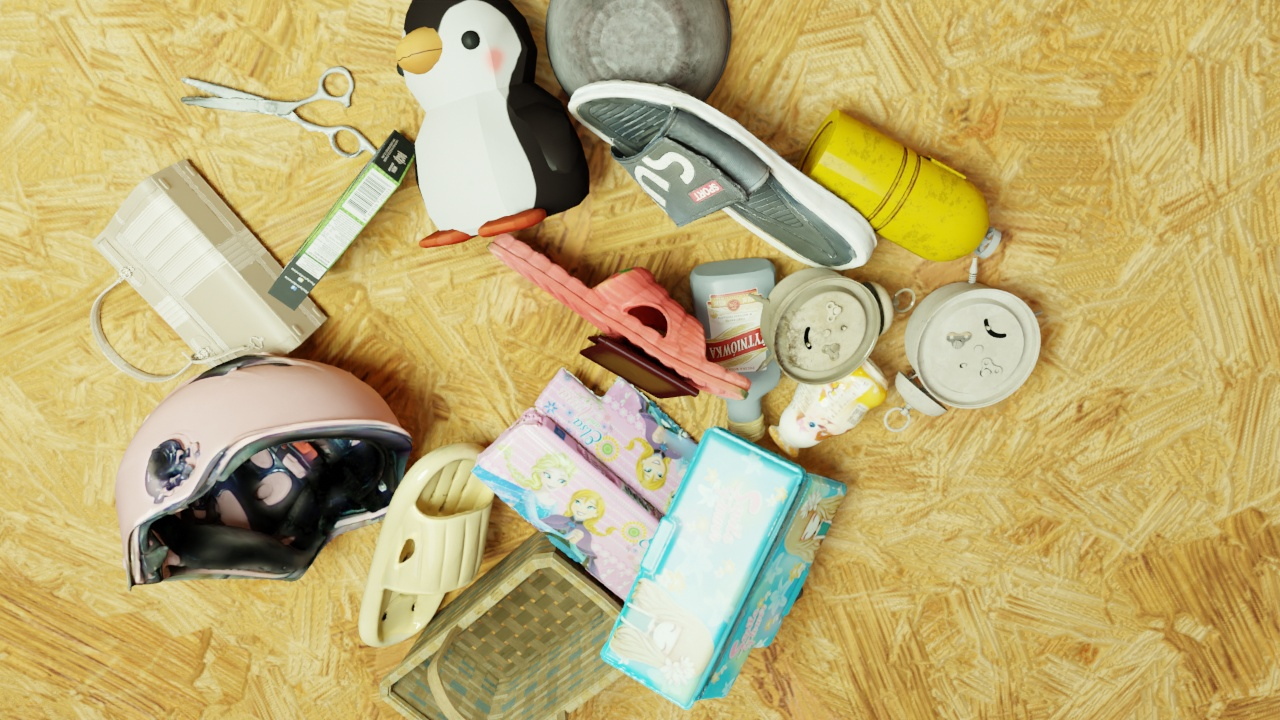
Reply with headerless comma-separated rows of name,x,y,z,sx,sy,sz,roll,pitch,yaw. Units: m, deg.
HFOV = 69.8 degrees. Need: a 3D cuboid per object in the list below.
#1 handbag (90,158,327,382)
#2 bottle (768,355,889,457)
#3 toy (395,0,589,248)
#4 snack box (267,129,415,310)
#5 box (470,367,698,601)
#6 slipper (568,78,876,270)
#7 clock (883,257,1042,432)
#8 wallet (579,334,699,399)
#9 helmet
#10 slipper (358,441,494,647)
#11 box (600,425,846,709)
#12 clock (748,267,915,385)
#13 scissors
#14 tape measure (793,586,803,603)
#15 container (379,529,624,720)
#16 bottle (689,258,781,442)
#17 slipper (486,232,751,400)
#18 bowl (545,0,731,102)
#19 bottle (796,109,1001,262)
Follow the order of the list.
handbag,-0.414,-0.048,0.816,0.198,0.062,0.175,-29,110,24
bottle,0.163,0.038,0.804,0.063,0.063,0.109,43,106,-15
toy,-0.113,-0.195,0.700,0.159,0.139,0.184,-3,108,40
snack box,-0.241,-0.114,0.746,0.025,0.080,0.148,38,114,-22
box,-0.018,0.116,0.829,0.230,0.063,0.160,42,89,-15
slipper,0.062,-0.125,0.695,0.263,0.111,0.063,26,76,-24
clock,0.263,-0.002,0.786,0.103,0.061,0.157,35,104,-14
wallet,-0.004,0.005,0.777,0.091,0.116,0.018,30,82,-10
helmet,-0.324,0.085,0.792,0.256,0.229,0.152,-41,62,25
slipper,-0.192,0.192,0.869,0.079,0.111,0.262,42,121,27
box,0.084,0.189,0.798,0.170,0.085,0.227,24,94,-17
clock,0.160,-0.037,0.755,0.140,0.054,0.093,-15,118,-10
scissors,-0.292,-0.196,0.754,0.161,0.014,0.118,-15,112,7
tape measure,0.123,0.224,0.910,0.058,0.038,0.058,32,113,-26
container,-0.123,0.292,0.871,0.250,0.186,0.157,-41,106,19
bottle,0.086,-0.005,0.801,0.072,0.046,0.161,-5,114,6
slipper,-0.011,-0.047,0.753,0.249,0.103,0.059,32,86,11
bowl,-0.003,-0.240,0.687,0.145,0.067,0.145,1,114,3
bottle,0.209,-0.129,0.725,0.164,0.071,0.071,26,113,-8
